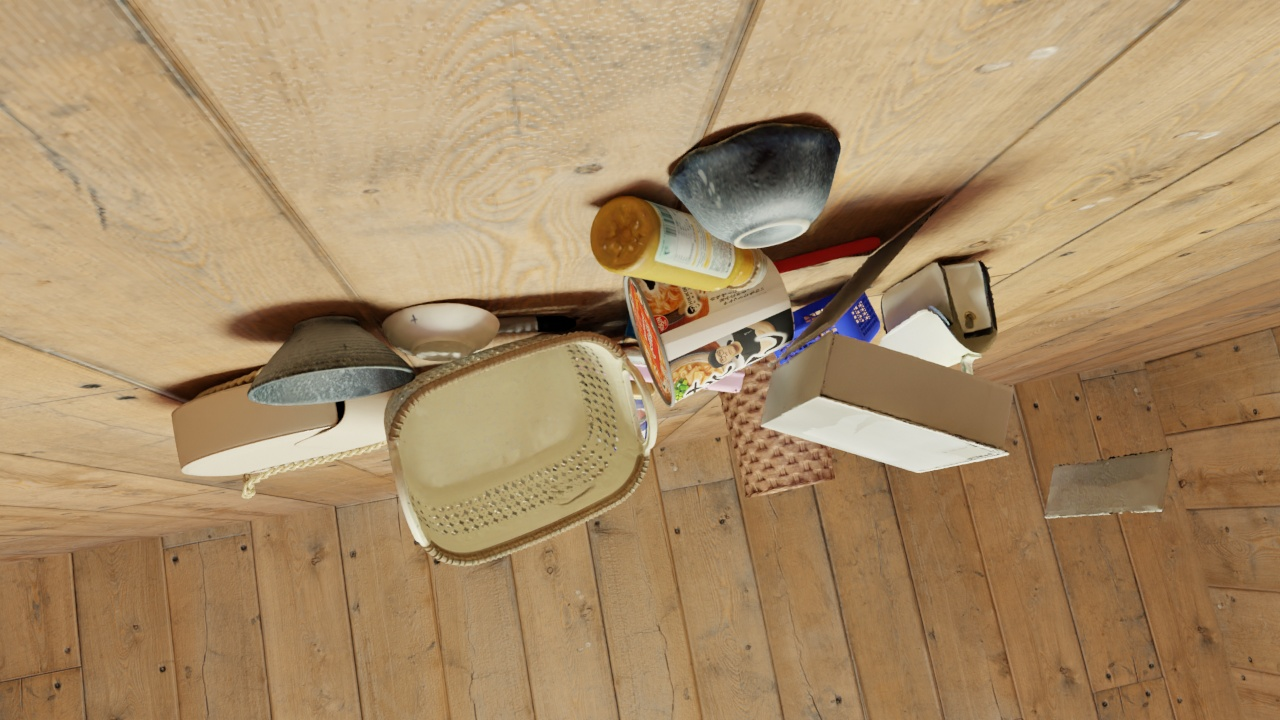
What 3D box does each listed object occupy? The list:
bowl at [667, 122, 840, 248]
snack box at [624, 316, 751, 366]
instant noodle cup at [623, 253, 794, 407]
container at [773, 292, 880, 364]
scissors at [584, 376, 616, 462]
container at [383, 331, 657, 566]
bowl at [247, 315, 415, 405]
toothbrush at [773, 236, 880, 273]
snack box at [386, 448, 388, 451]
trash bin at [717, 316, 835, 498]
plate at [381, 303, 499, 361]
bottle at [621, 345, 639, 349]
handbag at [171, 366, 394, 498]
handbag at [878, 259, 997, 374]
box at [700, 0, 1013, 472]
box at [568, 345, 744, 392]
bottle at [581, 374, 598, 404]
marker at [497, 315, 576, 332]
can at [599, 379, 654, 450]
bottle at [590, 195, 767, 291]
[{"bbox_3d":[0.077,-0.105,0.585,0.110,0.055,0.110,-11,171,-2],"label":"bowl"},{"bbox_3d":[0.058,-0.024,0.985,0.087,0.034,0.151,14,-179,28],"label":"snack box"},{"bbox_3d":[0.063,-0.036,0.814,0.121,0.123,0.124,-19,171,-7],"label":"instant noodle cup"},{"bbox_3d":[0.208,-0.031,1.034,0.114,0.058,0.095,-23,-170,40],"label":"container"},{"bbox_3d":[-0.066,0.057,1.075,0.015,0.201,0.203,-49,-178,-30],"label":"scissors"},{"bbox_3d":[-0.124,0.071,0.873,0.245,0.185,0.143,-19,-161,-23],"label":"container"},{"bbox_3d":[-0.265,-0.004,0.782,0.137,0.057,0.137,-10,170,-2],"label":"bowl"},{"bbox_3d":[0.121,-0.084,0.872,0.213,0.012,0.018,-13,170,16],"label":"toothbrush"},{"bbox_3d":[-0.228,0.067,1.094,0.143,0.040,0.148,-40,-177,-24],"label":"snack box"},{"bbox_3d":[0.181,0.063,1.199,0.151,0.210,0.151,-11,171,-2],"label":"trash bin"},{"bbox_3d":[-0.179,-0.020,0.827,0.104,0.026,0.104,-5,162,-2],"label":"plate"},{"bbox_3d":[0.010,-0.001,1.149,0.109,0.044,0.044,-6,169,-29],"label":"bottle"},{"bbox_3d":[-0.380,0.075,0.986,0.209,0.103,0.210,-16,171,6],"label":"handbag"},{"bbox_3d":[0.333,-0.012,1.031,0.074,0.176,0.151,-7,171,-12],"label":"handbag"},{"bbox_3d":[0.184,-0.105,0.823,0.173,0.421,0.168,-7,170,-11],"label":"box"},{"bbox_3d":[-0.006,0.005,0.990,0.202,0.038,0.152,6,180,43],"label":"box"},{"bbox_3d":[-0.110,0.036,1.212,0.084,0.046,0.173,-19,167,41],"label":"bottle"},{"bbox_3d":[-0.125,-0.034,0.888,0.138,0.016,0.022,-3,-177,-32],"label":"marker"},{"bbox_3d":[-0.020,0.064,1.165,0.056,0.092,0.116,1,-160,-10],"label":"can"},{"bbox_3d":[0.037,-0.081,0.685,0.053,0.053,0.185,-17,169,32],"label":"bottle"}]
